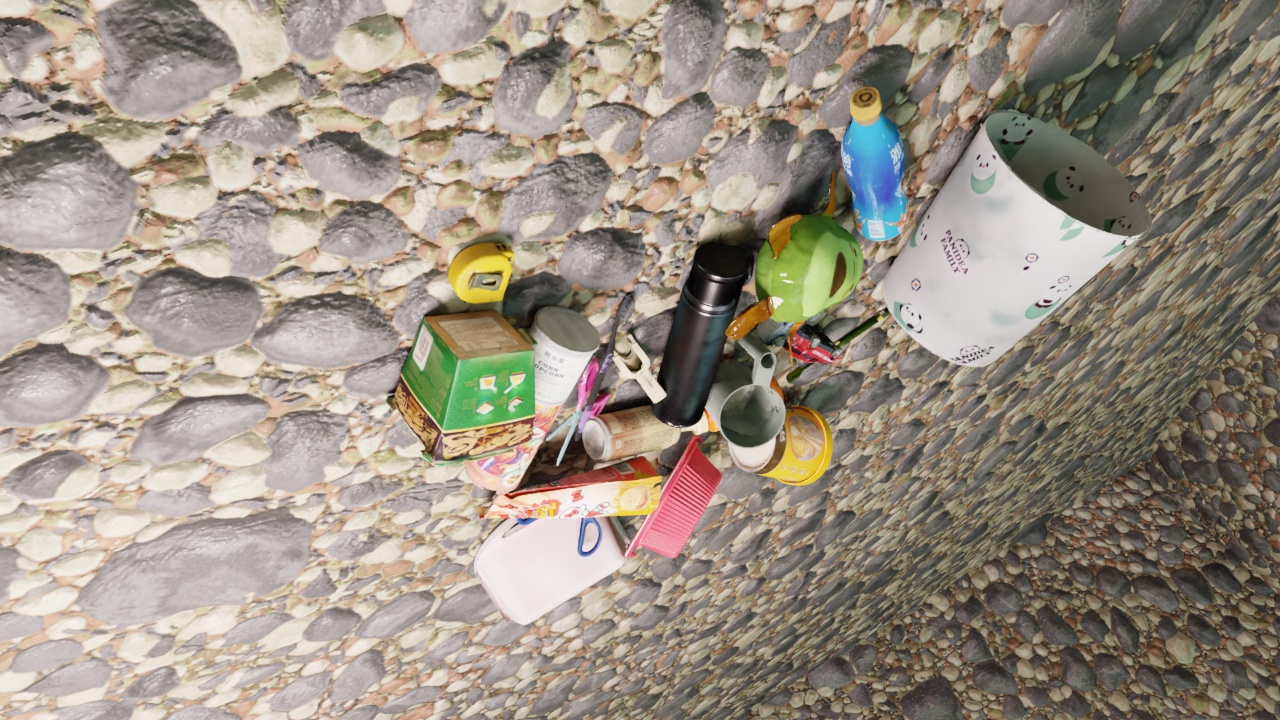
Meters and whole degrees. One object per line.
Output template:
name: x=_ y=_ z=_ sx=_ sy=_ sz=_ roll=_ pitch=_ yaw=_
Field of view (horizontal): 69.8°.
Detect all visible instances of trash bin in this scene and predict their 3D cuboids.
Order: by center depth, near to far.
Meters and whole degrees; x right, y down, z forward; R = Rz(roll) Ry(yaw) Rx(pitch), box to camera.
trash bin: x=0.449 y=-0.140 z=1.146 sx=0.229 sy=0.229 sz=0.253 roll=-11 pitch=145 yaw=-35

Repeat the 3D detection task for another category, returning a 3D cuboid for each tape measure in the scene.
tape measure: x=-0.142 y=-0.076 z=0.827 sx=0.057 sy=0.029 sz=0.060 roll=-9 pitch=138 yaw=-36

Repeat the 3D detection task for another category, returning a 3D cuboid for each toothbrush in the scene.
toothbrush: x=-0.040 y=0.012 z=1.016 sx=0.014 sy=0.017 sz=0.189 roll=-6 pitch=124 yaw=-49
toothbrush: x=0.288 y=-0.022 z=1.329 sx=0.185 sy=0.012 sz=0.017 roll=-34 pitch=154 yaw=-4

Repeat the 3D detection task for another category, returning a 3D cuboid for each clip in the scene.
clip: x=-0.004 y=0.009 z=1.059 sx=0.034 sy=0.070 sz=0.100 roll=-36 pitch=144 yaw=-2

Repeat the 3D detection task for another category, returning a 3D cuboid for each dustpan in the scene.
dustpan: x=-0.126 y=0.267 z=1.309 sx=0.222 sy=0.139 sz=0.274 roll=-30 pitch=176 yaw=-12

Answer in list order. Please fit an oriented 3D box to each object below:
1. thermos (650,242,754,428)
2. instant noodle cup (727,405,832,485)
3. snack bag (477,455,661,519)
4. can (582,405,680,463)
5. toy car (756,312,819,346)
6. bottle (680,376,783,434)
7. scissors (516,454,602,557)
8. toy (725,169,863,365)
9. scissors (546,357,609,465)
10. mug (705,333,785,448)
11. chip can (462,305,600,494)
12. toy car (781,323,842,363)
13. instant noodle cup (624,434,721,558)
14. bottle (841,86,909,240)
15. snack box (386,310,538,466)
thermos: x=0.076 y=-0.027 z=1.065 sx=0.089 sy=0.068 sz=0.243 roll=-20 pitch=145 yaw=-30
instant noodle cup: x=0.198 y=0.120 z=1.336 sx=0.114 sy=0.118 sz=0.119 roll=10 pitch=126 yaw=-40
snack bag: x=-0.084 y=0.163 z=1.109 sx=0.207 sy=0.073 sz=0.129 roll=-5 pitch=165 yaw=-22
can: x=-0.011 y=0.089 z=1.140 sx=0.116 sy=0.058 sz=0.059 roll=-9 pitch=139 yaw=-37
toy car: x=0.186 y=-0.055 z=1.160 sx=0.090 sy=0.043 sz=0.034 roll=-38 pitch=133 yaw=2
bottle: x=0.116 y=0.065 z=1.234 sx=0.149 sy=0.066 sz=0.067 roll=-18 pitch=144 yaw=-15
scissors: x=-0.078 y=0.182 z=1.183 sx=0.176 sy=0.012 sz=0.162 roll=-18 pitch=112 yaw=-9
toy: x=0.186 y=-0.101 z=1.028 sx=0.246 sy=0.090 sz=0.227 roll=-18 pitch=128 yaw=-55
scissors: x=-0.068 y=0.059 z=1.052 sx=0.133 sy=0.017 sz=0.133 roll=-68 pitch=161 yaw=6
mug: x=0.130 y=0.034 z=1.140 sx=0.083 sy=0.103 sz=0.124 roll=11 pitch=105 yaw=-14
chip can: x=-0.119 y=0.045 z=0.969 sx=0.071 sy=0.071 sz=0.215 roll=-3 pitch=136 yaw=-42
toy car: x=0.225 y=-0.024 z=1.228 sx=0.120 sy=0.053 sz=0.045 roll=16 pitch=123 yaw=-49
instant noodle cup: x=0.053 y=0.196 z=1.248 sx=0.193 sy=0.066 sz=0.194 roll=-60 pitch=174 yaw=-11
bottle: x=0.254 y=-0.213 z=0.999 sx=0.065 sy=0.065 sz=0.219 roll=-36 pitch=147 yaw=-1
snack box: x=-0.163 y=0.017 z=0.865 sx=0.117 sy=0.118 sz=0.106 roll=-9 pitch=126 yaw=-37
